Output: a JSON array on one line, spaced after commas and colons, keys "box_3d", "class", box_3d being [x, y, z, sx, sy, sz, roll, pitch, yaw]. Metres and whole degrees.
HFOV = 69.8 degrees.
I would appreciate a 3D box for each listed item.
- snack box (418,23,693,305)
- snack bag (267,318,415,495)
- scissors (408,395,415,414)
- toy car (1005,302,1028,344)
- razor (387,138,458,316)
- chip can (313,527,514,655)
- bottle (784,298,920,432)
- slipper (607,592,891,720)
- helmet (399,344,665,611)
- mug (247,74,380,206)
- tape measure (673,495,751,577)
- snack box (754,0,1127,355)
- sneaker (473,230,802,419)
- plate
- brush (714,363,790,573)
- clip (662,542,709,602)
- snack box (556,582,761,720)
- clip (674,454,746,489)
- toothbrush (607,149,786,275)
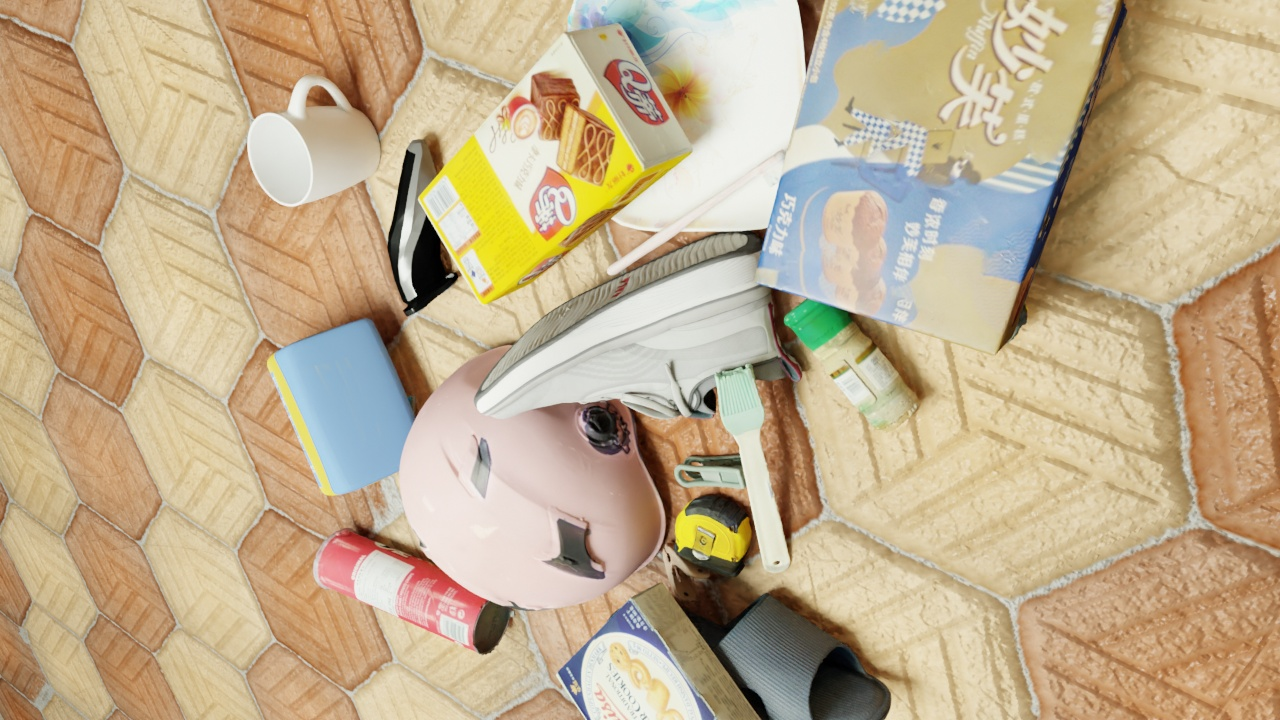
[{"box_3d": [-0.074, -0.141, 0.707, 0.231, 0.061, 0.110, -31, 90, 46], "class": "snack box"}, {"box_3d": [-0.318, 0.054, 0.955, 0.206, 0.102, 0.159, -15, 98, 58], "class": "snack bag"}, {"box_3d": [-0.259, 0.085, 0.984, 0.114, 0.013, 0.141, 28, 125, 23], "class": "scissors"}, {"box_3d": [0.210, -0.056, 0.601, 0.049, 0.030, 0.107, -38, 80, 32], "class": "toy car"}, {"box_3d": [-0.201, -0.120, 0.828, 0.060, 0.057, 0.156, -3, 113, 0], "class": "razor"}, {"box_3d": [-0.254, 0.254, 1.020, 0.233, 0.073, 0.073, 13, 118, 27], "class": "chip can"}, {"box_3d": [0.153, -0.001, 0.659, 0.111, 0.043, 0.043, 51, 128, 2], "class": "bottle"}, {"box_3d": [0.080, 0.242, 0.783, 0.264, 0.101, 0.082, 10, 117, 33], "class": "slipper"}, {"box_3d": [-0.107, 0.124, 0.823, 0.255, 0.152, 0.231, 44, 125, 1], "class": "helmet"}, {"box_3d": [-0.286, -0.202, 0.819, 0.081, 0.087, 0.114, 32, 125, 17], "class": "mug"}, {"box_3d": [0.061, 0.149, 0.789, 0.066, 0.037, 0.064, 23, 122, 23], "class": "tape measure"}, {"box_3d": [0.173, -0.124, 0.548, 0.155, 0.069, 0.203, 20, 109, 23], "class": "snack box"}, {"box_3d": [-0.004, 0.004, 0.718, 0.263, 0.096, 0.129, -23, 109, 18], "class": "sneaker"}, {"box_3d": [0.035, -0.187, 0.664, 0.187, 0.016, 0.187, 5, 114, 31], "class": "plate"}, {"box_3d": [0.093, 0.094, 0.724, 0.033, 0.012, 0.218, -14, 124, 4], "class": "brush"}, {"box_3d": [0.040, 0.181, 0.814, 0.040, 0.024, 0.060, -57, 43, 34], "class": "clip"}, {"box_3d": [0.013, 0.284, 0.766, 0.144, 0.042, 0.145, 51, 129, 19], "class": "snack box"}, {"box_3d": [0.068, 0.090, 0.773, 0.078, 0.049, 0.023, -2, 109, 51], "class": "clip"}, {"box_3d": [0.039, -0.103, 0.679, 0.182, 0.015, 0.018, -28, 101, 38], "class": "toothbrush"}]
